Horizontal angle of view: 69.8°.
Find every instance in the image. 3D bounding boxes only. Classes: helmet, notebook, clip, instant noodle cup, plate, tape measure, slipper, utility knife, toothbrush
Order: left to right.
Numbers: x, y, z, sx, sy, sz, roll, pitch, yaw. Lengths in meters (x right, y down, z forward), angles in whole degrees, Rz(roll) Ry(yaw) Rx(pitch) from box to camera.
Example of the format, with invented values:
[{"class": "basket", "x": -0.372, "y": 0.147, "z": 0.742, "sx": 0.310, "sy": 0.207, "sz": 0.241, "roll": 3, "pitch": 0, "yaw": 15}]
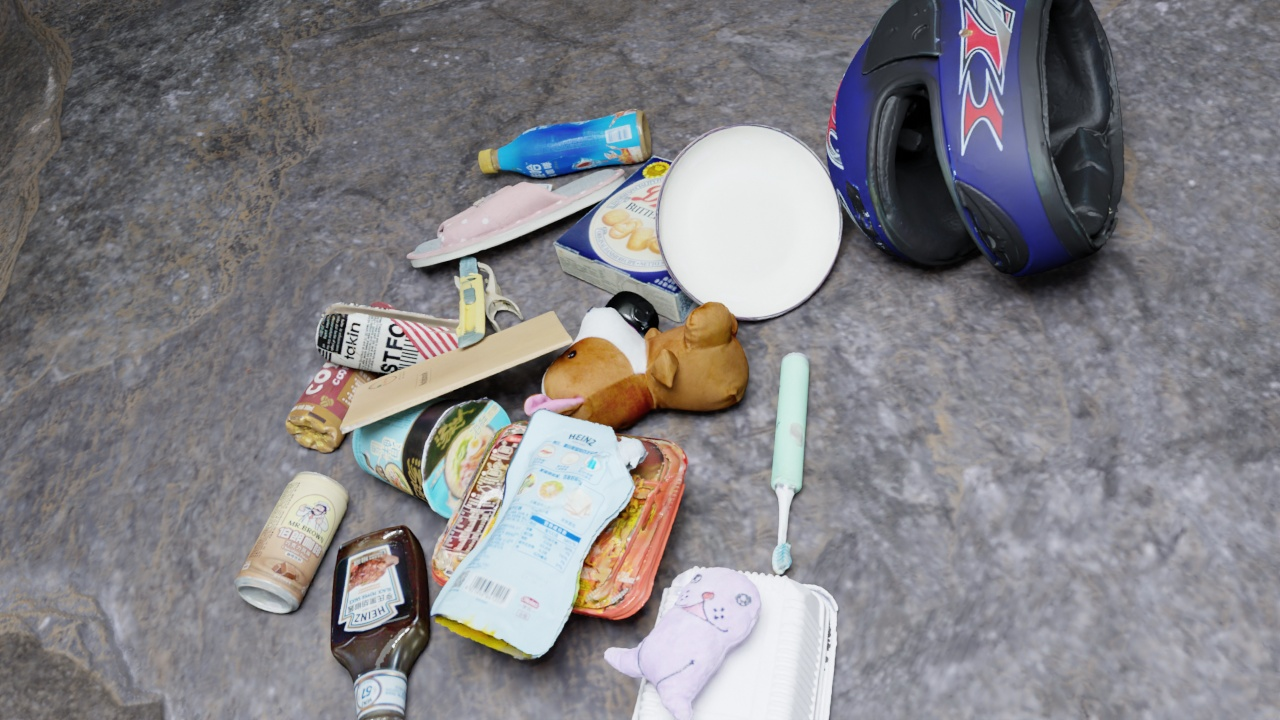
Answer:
[{"class": "instant noodle cup", "x": -0.196, "y": 0.080, "z": 0.841, "sx": 0.121, "sy": 0.111, "sz": 0.111, "roll": 8, "pitch": 50, "yaw": 35}, {"class": "notebook", "x": -0.168, "y": 0.006, "z": 0.842, "sx": 0.207, "sy": 0.008, "sz": 0.148, "roll": -22, "pitch": 15, "yaw": -6}, {"class": "utility knife", "x": -0.180, "y": -0.066, "z": 0.966, "sx": 0.031, "sy": 0.021, "sz": 0.198, "roll": -8, "pitch": 28, "yaw": -6}, {"class": "clip", "x": -0.178, "y": -0.062, "z": 1.011, "sx": 0.081, "sy": 0.035, "sz": 0.104, "roll": -21, "pitch": 47, "yaw": -4}, {"class": "slipper", "x": -0.146, "y": -0.177, "z": 1.073, "sx": 0.274, "sy": 0.054, "sz": 0.114, "roll": -23, "pitch": 16, "yaw": -8}, {"class": "instant noodle cup", "x": -0.057, "y": 0.136, "z": 0.752, "sx": 0.189, "sy": 0.079, "sz": 0.164, "roll": 5, "pitch": 50, "yaw": 23}, {"class": "tape measure", "x": -0.011, "y": -0.039, "z": 0.919, "sx": 0.058, "sy": 0.057, "sz": 0.039, "roll": 24, "pitch": 59, "yaw": 24}, {"class": "instant noodle cup", "x": 0.063, "y": 0.221, "z": 0.647, "sx": 0.138, "sy": 0.060, "sz": 0.173, "roll": 2, "pitch": 50, "yaw": 19}, {"class": "plate", "x": 0.105, "y": -0.136, "z": 0.914, "sx": 0.192, "sy": 0.192, "sz": 0.039, "roll": -28, "pitch": 7, "yaw": -9}, {"class": "toothbrush", "x": 0.126, "y": 0.082, "z": 0.781, "sx": 0.026, "sy": 0.027, "sz": 0.223, "roll": 23, "pitch": 48, "yaw": -12}, {"class": "helmet", "x": 0.294, "y": -0.202, "z": 0.851, "sx": 0.241, "sy": 0.247, "sz": 0.314, "roll": -14, "pitch": 42, "yaw": 42}]

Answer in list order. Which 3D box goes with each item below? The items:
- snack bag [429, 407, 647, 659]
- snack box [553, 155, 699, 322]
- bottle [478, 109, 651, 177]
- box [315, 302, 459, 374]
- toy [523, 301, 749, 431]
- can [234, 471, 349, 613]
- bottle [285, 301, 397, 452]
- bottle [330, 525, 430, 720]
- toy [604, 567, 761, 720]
[{"class": "snack bag", "x": -0.073, "y": 0.123, "z": 0.689, "sx": 0.110, "sy": 0.039, "sz": 0.190, "roll": 6, "pitch": 53, "yaw": 33}, {"class": "snack box", "x": 0.029, "y": -0.141, "z": 1.011, "sx": 0.178, "sy": 0.046, "sz": 0.182, "roll": 26, "pitch": 60, "yaw": 34}, {"class": "bottle", "x": -0.098, "y": -0.267, "z": 1.160, "sx": 0.219, "sy": 0.065, "sz": 0.065, "roll": -7, "pitch": 46, "yaw": 13}, {"class": "box", "x": -0.246, "y": -0.023, "z": 0.942, "sx": 0.163, "sy": 0.076, "sz": 0.087, "roll": 6, "pitch": 31, "yaw": -18}, {"class": "toy", "x": -0.005, "y": 0.005, "z": 0.834, "sx": 0.200, "sy": 0.140, "sz": 0.130, "roll": -22, "pitch": 84, "yaw": 8}, {"class": "can", "x": -0.310, "y": 0.162, "z": 0.823, "sx": 0.058, "sy": 0.058, "sz": 0.116, "roll": 0, "pitch": 48, "yaw": 18}, {"class": "bottle", "x": -0.305, "y": 0.012, "z": 0.965, "sx": 0.057, "sy": 0.057, "sz": 0.174, "roll": 3, "pitch": 49, "yaw": 20}, {"class": "bottle", "x": -0.210, "y": 0.227, "z": 0.740, "sx": 0.080, "sy": 0.044, "sz": 0.194, "roll": -18, "pitch": 46, "yaw": 2}, {"class": "toy", "x": 0.035, "y": 0.184, "z": 0.621, "sx": 0.084, "sy": 0.039, "sz": 0.107, "roll": 21, "pitch": 58, "yaw": 43}]
